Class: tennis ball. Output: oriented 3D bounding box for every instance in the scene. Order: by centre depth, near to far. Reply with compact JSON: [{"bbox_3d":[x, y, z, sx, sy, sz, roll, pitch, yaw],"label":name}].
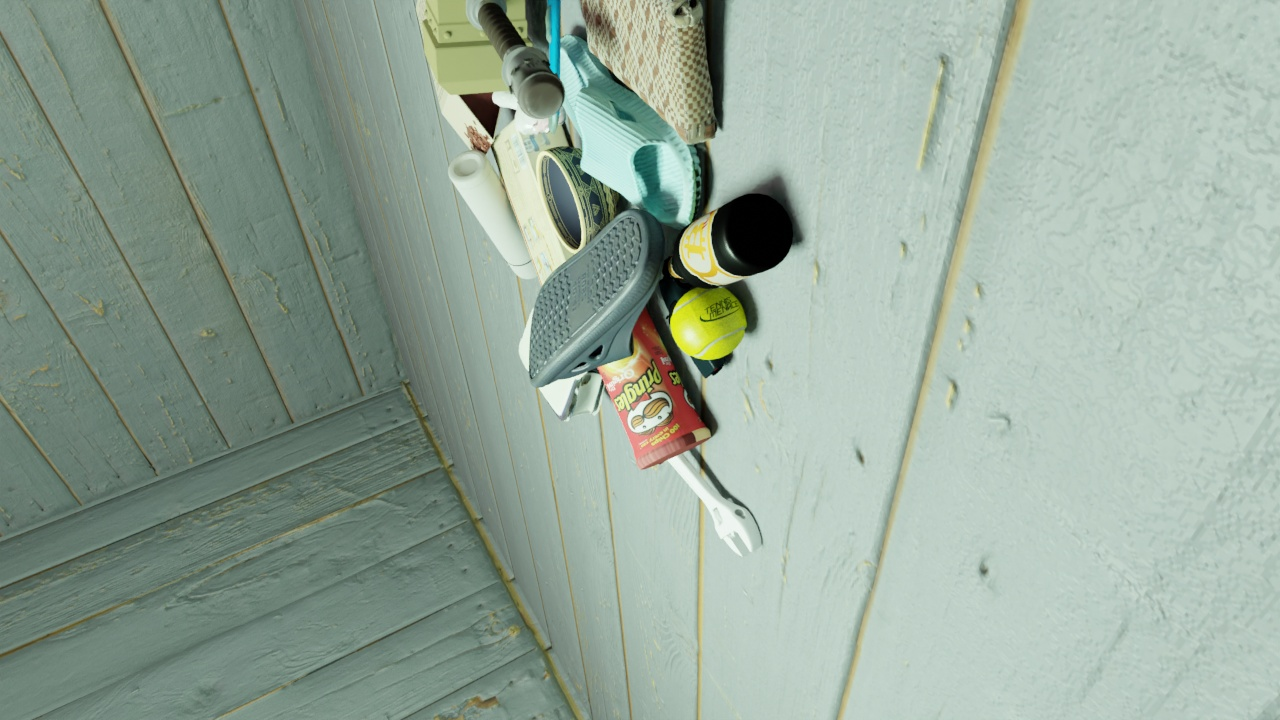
[{"bbox_3d":[0.060,-0.033,0.811,0.065,0.065,0.065,53,157,35],"label":"tennis ball"}]

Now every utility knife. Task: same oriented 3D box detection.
[{"bbox_3d":[-0.081,-0.319,0.862,0.031,0.015,0.207,-159,70,-71],"label":"utility knife"}]

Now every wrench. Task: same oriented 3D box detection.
[{"bbox_3d":[0.045,0.117,1.053,0.273,0.018,0.066,48,153,30],"label":"wrench"}]

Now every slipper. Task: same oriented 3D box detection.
[{"bbox_3d":[-0.031,-0.212,0.858,0.276,0.069,0.116,54,160,35],"label":"slipper"},{"bbox_3d":[-0.034,-0.056,0.916,0.269,0.083,0.110,-40,49,50],"label":"slipper"}]

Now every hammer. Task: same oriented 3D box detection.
[{"bbox_3d":[-0.130,-0.305,0.850,0.324,0.100,0.191,-119,25,-46],"label":"hammer"}]

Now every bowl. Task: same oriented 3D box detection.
[{"bbox_3d":[-0.059,-0.177,0.976,0.112,0.061,0.113,53,157,35],"label":"bowl"}]

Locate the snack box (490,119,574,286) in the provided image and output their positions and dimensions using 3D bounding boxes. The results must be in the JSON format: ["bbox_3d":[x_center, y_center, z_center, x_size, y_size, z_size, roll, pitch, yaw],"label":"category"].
[{"bbox_3d":[-0.110,-0.185,1.112,0.153,0.055,0.207,7,118,69],"label":"snack box"}]

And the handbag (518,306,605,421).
[{"bbox_3d":[-0.086,-0.026,1.239,0.151,0.073,0.176,52,137,34],"label":"handbag"}]

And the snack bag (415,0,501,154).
[{"bbox_3d":[-0.214,-0.358,1.131,0.094,0.069,0.206,168,88,-71],"label":"snack bag"}]

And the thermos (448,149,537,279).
[{"bbox_3d":[-0.184,-0.186,1.221,0.052,0.052,0.224,54,176,33],"label":"thermos"}]

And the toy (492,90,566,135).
[{"bbox_3d":[-0.109,-0.278,0.991,0.037,0.076,0.125,42,-174,-49],"label":"toy"}]

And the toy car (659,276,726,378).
[{"bbox_3d":[0.048,-0.037,0.889,0.112,0.034,0.046,64,161,10],"label":"toy car"}]

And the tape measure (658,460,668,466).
[{"bbox_3d":[0.011,0.099,1.147,0.059,0.019,0.051,51,177,40],"label":"tape measure"}]

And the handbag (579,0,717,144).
[{"bbox_3d":[0.003,-0.268,0.735,0.185,0.047,0.124,52,164,37],"label":"handbag"}]

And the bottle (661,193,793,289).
[{"bbox_3d":[0.059,-0.090,0.762,0.059,0.059,0.182,69,161,-4],"label":"bottle"}]

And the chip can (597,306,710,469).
[{"bbox_3d":[-0.006,0.006,1.004,0.213,0.087,0.087,65,161,9],"label":"chip can"}]
